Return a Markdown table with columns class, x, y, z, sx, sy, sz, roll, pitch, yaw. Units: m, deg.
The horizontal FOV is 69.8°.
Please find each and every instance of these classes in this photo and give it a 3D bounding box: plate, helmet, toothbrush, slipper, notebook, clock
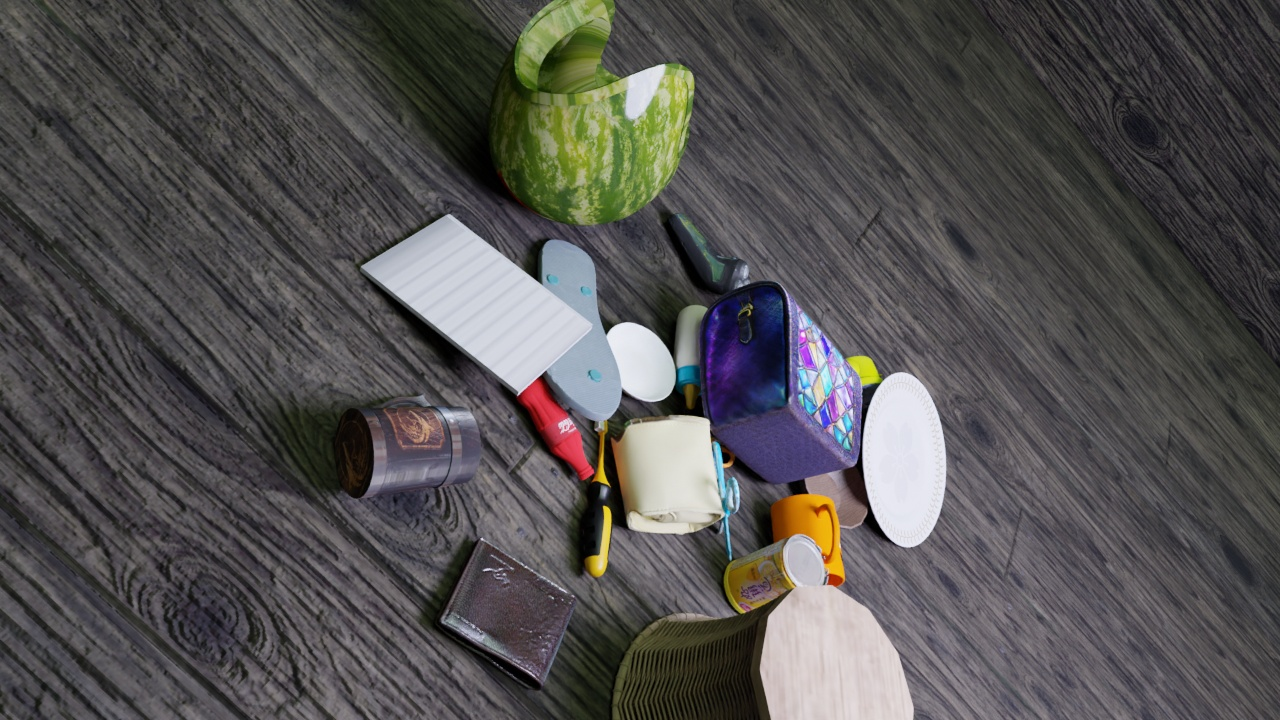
| class | x | y | z | sx | sy | sz | roll | pitch | yaw |
| --- | --- | --- | --- | --- | --- | --- | --- | --- | --- |
| plate | 0.368 | 0.138 | 1.287 | 0.242 | 0.016 | 0.242 | 7 | 80 | -46 |
| plate | -0.007 | 0.006 | 1.097 | 0.104 | 0.026 | 0.104 | 21 | 51 | -29 |
| helmet | -0.059 | -0.273 | 1.077 | 0.243 | 0.247 | 0.213 | -36 | 65 | -9 |
| toothbrush | -0.044 | 0.139 | 0.982 | 0.031 | 0.031 | 0.196 | 33 | 42 | -34 |
| slipper | -0.087 | -0.034 | 1.047 | 0.098 | 0.055 | 0.268 | 15 | 44 | -30 |
| notebook | -0.170 | -0.066 | 0.977 | 0.210 | 0.009 | 0.142 | 38 | 44 | 7 |
| clock | 0.291 | 0.033 | 1.289 | 0.119 | 0.083 | 0.057 | 11 | 52 | -39 |

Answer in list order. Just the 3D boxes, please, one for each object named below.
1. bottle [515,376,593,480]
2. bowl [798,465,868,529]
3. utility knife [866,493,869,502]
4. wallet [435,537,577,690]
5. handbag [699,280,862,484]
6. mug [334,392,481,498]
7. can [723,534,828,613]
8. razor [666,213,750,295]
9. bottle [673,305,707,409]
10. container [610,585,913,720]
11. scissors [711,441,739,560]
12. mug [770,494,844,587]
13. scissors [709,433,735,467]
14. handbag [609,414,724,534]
| class | x | y | z | sx | sy | sz | roll | pitch | yaw |
| --- | --- | --- | --- | --- | --- | --- | --- | --- | --- |
| bottle | -0.088 | 0.074 | 0.978 | 0.036 | 0.036 | 0.119 | -30 | 86 | -46 |
| bowl | 0.247 | 0.169 | 1.203 | 0.117 | 0.030 | 0.117 | 21 | 52 | -29 |
| utility knife | 0.288 | 0.159 | 1.259 | 0.181 | 0.015 | 0.022 | 46 | 47 | -11 |
| wallet | -0.122 | 0.234 | 0.856 | 0.120 | 0.031 | 0.099 | 38 | 42 | -14 |
| handbag | 0.176 | 0.020 | 1.132 | 0.205 | 0.126 | 0.221 | 41 | 43 | -39 |
| mug | -0.221 | 0.070 | 0.850 | 0.107 | 0.080 | 0.116 | -1 | 38 | -42 |
| can | 0.149 | 0.241 | 1.022 | 0.067 | 0.105 | 0.067 | 21 | 52 | -29 |
| razor | 0.093 | -0.146 | 1.251 | 0.151 | 0.067 | 0.053 | 54 | 28 | 14 |
| bottle | 0.066 | -0.001 | 1.143 | 0.051 | 0.051 | 0.145 | 26 | 50 | -26 |
| container | 0.119 | 0.332 | 0.872 | 0.226 | 0.197 | 0.226 | 21 | 52 | -29 |
| scissors | 0.093 | 0.151 | 1.029 | 0.011 | 0.134 | 0.137 | -7 | 52 | -5 |
| mug | 0.204 | 0.210 | 1.082 | 0.077 | 0.113 | 0.095 | 8 | 58 | -15 |
| scissors | 0.065 | 0.092 | 1.112 | 0.128 | 0.013 | 0.064 | 19 | 52 | -32 |
| handbag | 0.027 | 0.125 | 1.017 | 0.111 | 0.081 | 0.119 | 6 | 62 | -29 |
